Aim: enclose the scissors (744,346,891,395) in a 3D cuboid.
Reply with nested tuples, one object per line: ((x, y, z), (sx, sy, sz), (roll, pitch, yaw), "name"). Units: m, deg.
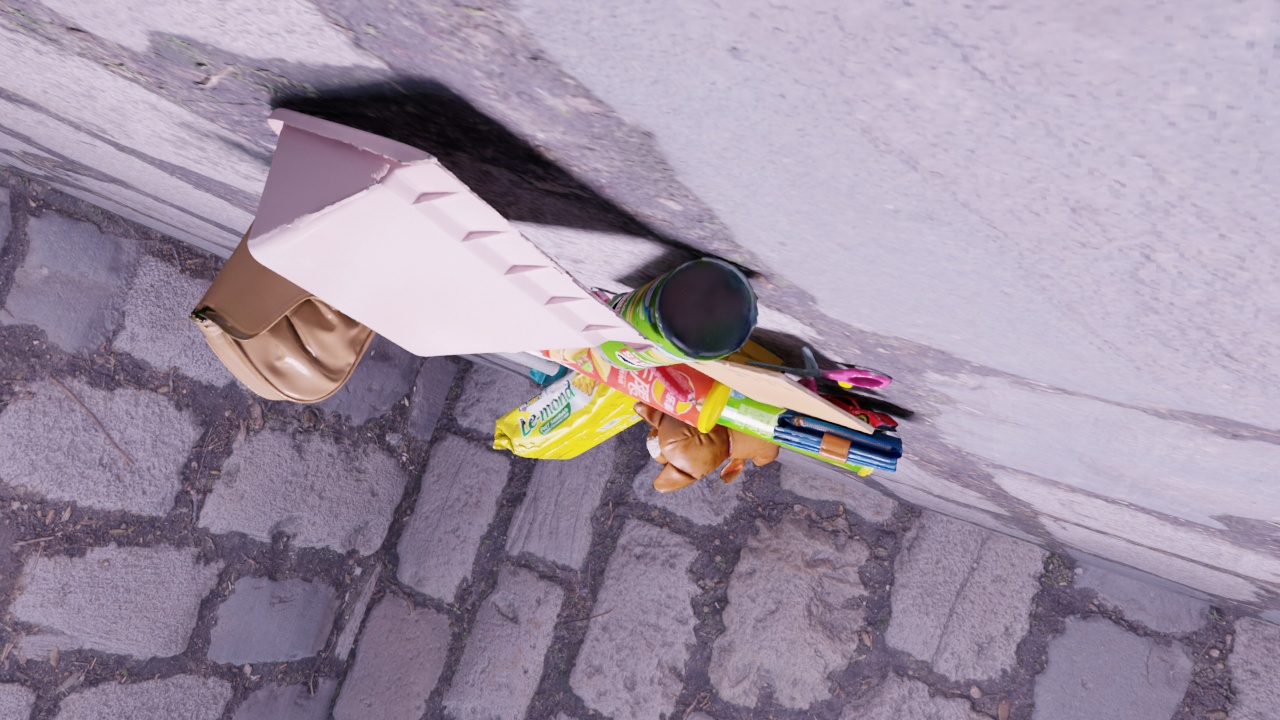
((0.162, 0.014, 0.842), (0.133, 0.017, 0.134), (9, 162, 15), "scissors")

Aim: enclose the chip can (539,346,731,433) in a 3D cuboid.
((-0.006, 0.006, 1.027), (0.217, 0.073, 0.073), (24, 176, 19), "chip can")

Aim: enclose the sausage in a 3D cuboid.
((0.001, -0.014, 0.875), (0.156, 0.020, 0.020), (48, -177, 17), "sausage")

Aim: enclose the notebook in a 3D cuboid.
((0.122, 0.027, 0.888), (0.148, 0.008, 0.207), (16, 174, 39), "notebook")

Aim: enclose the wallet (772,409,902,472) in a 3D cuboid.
((0.214, 0.085, 0.991), (0.133, 0.040, 0.106), (14, -173, 15), "wallet")

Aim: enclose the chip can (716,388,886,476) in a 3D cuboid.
((0.177, 0.070, 1.101), (0.221, 0.072, 0.072), (19, 174, 6), "chip can")

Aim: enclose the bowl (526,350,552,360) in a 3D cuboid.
((-0.119, -0.038, 1.133), (0.118, 0.064, 0.118), (20, 175, 2), "bowl")

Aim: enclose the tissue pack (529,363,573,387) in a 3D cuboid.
((-0.099, 0.004, 1.304), (0.050, 0.093, 0.133), (32, 178, 22), "tissue pack")

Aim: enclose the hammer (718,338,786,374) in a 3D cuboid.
((0.004, -0.032, 0.935), (0.301, 0.033, 0.129), (19, 174, 11), "hammer")

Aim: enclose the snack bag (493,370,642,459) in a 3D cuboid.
((-0.069, 0.067, 1.277), (0.247, 0.068, 0.157), (-32, 158, 23), "snack bag")

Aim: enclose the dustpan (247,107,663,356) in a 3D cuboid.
((-0.141, -0.103, 0.627), (0.274, 0.138, 0.222), (-6, 151, 32), "dustpan")

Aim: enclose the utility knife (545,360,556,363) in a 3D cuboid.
((-0.032, -0.005, 1.133), (0.176, 0.013, 0.029), (-4, -162, 11), "utility knife")

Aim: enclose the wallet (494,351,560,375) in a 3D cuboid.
((-0.165, -0.043, 1.185), (0.129, 0.037, 0.106), (22, -144, -33), "wallet")

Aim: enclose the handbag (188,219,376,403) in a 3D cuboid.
((-0.303, -0.066, 0.845), (0.100, 0.204, 0.147), (-1, 148, 44), "handbag")

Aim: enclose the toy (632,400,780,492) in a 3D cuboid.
((0.088, 0.093, 1.185), (0.199, 0.140, 0.131), (-14, 167, -31), "toy")

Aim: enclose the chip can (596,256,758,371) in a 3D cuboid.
((0.019, -0.030, 0.714), (0.072, 0.072, 0.236), (21, 174, -11), "chip can")

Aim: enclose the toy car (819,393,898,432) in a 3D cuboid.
((0.226, 0.055, 0.984), (0.106, 0.031, 0.049), (20, -173, 42), "toy car")
